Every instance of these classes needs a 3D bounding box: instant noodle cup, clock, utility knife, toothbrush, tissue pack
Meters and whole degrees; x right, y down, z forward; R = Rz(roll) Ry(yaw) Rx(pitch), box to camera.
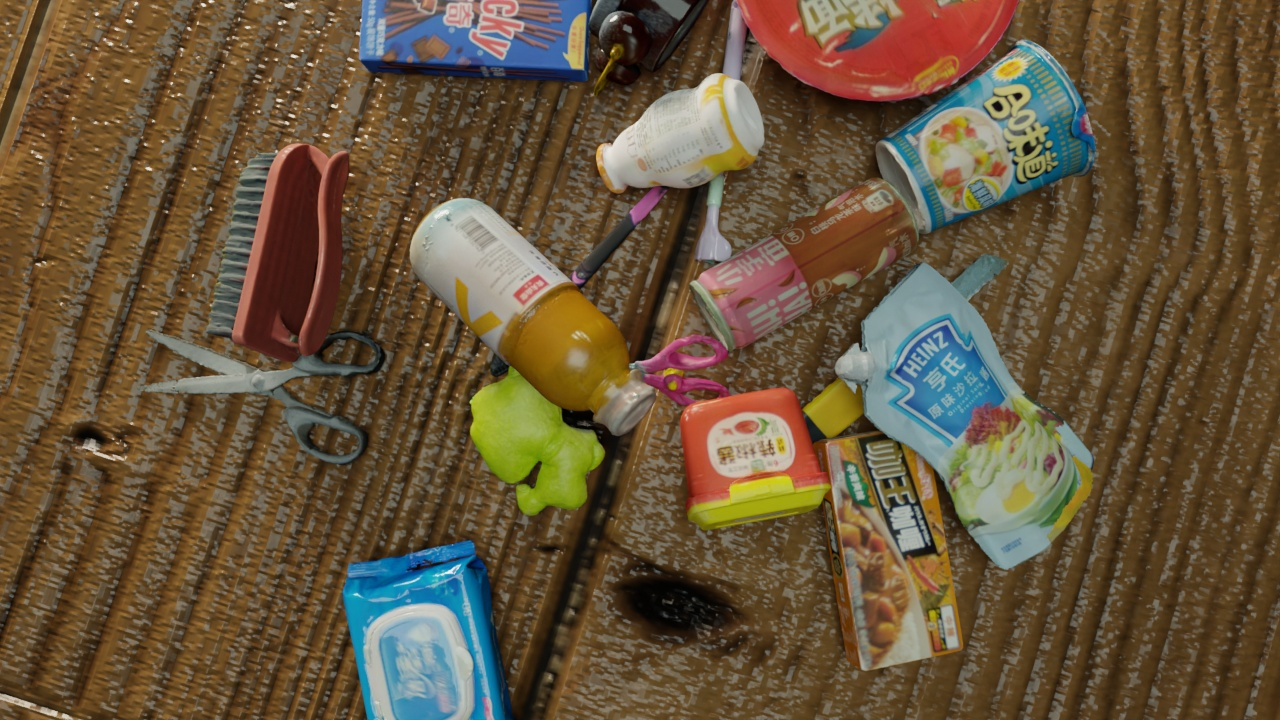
[{"bbox_3d":[0.219,-0.139,0.604,0.110,0.099,0.099,-27,88,7],"label":"instant noodle cup"},{"bbox_3d":[0.002,-0.228,0.610,0.055,0.082,0.122,36,86,-5],"label":"clock"},{"bbox_3d":[0.179,-0.008,0.634,0.193,0.015,0.033,-42,109,-2],"label":"utility knife"},{"bbox_3d":[0.060,-0.161,0.638,0.029,0.021,0.189,5,86,32],"label":"toothbrush"},{"bbox_3d":[0.152,-0.261,0.619,0.194,0.066,0.194,0,89,0],"label":"instant noodle cup"},{"bbox_3d":[-0.139,0.204,0.608,0.095,0.052,0.157,-12,88,0],"label":"tissue pack"},{"bbox_3d":[-0.040,-0.061,0.636,0.014,0.018,0.189,41,87,7],"label":"toothbrush"}]

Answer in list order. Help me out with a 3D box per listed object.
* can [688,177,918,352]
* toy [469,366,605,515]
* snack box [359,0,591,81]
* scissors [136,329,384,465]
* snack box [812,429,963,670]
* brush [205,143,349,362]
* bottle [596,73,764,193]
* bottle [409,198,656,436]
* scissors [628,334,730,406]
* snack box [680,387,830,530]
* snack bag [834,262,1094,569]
[{"bbox_3d":[0.109,-0.064,0.615,0.147,0.058,0.058,-30,88,-1],"label":"can"},{"bbox_3d":[-0.074,0.055,0.625,0.100,0.031,0.096,22,91,1],"label":"toy"},{"bbox_3d":[-0.113,-0.242,0.638,0.157,0.026,0.084,2,87,0],"label":"snack box"},{"bbox_3d":[-0.258,0.017,0.636,0.159,0.014,0.170,-35,87,-1],"label":"scissors"},{"bbox_3d":[0.166,0.124,0.618,0.075,0.026,0.153,-8,88,-11],"label":"snack box"},{"bbox_3d":[-0.232,-0.075,0.610,0.069,0.063,0.145,4,79,13],"label":"brush"},{"bbox_3d":[0.024,-0.144,0.606,0.109,0.063,0.063,-15,88,27],"label":"bottle"},{"bbox_3d":[-0.068,-0.027,0.589,0.189,0.068,0.068,43,88,17],"label":"bottle"},{"bbox_3d":[-0.006,0.001,0.615,0.137,0.077,0.017,8,46,3],"label":"scissors"},{"bbox_3d":[0.070,0.065,0.604,0.091,0.082,0.080,-10,74,-1],"label":"snack box"},{"bbox_3d":[0.215,0.036,0.606,0.110,0.039,0.191,-42,96,-9],"label":"snack bag"}]
